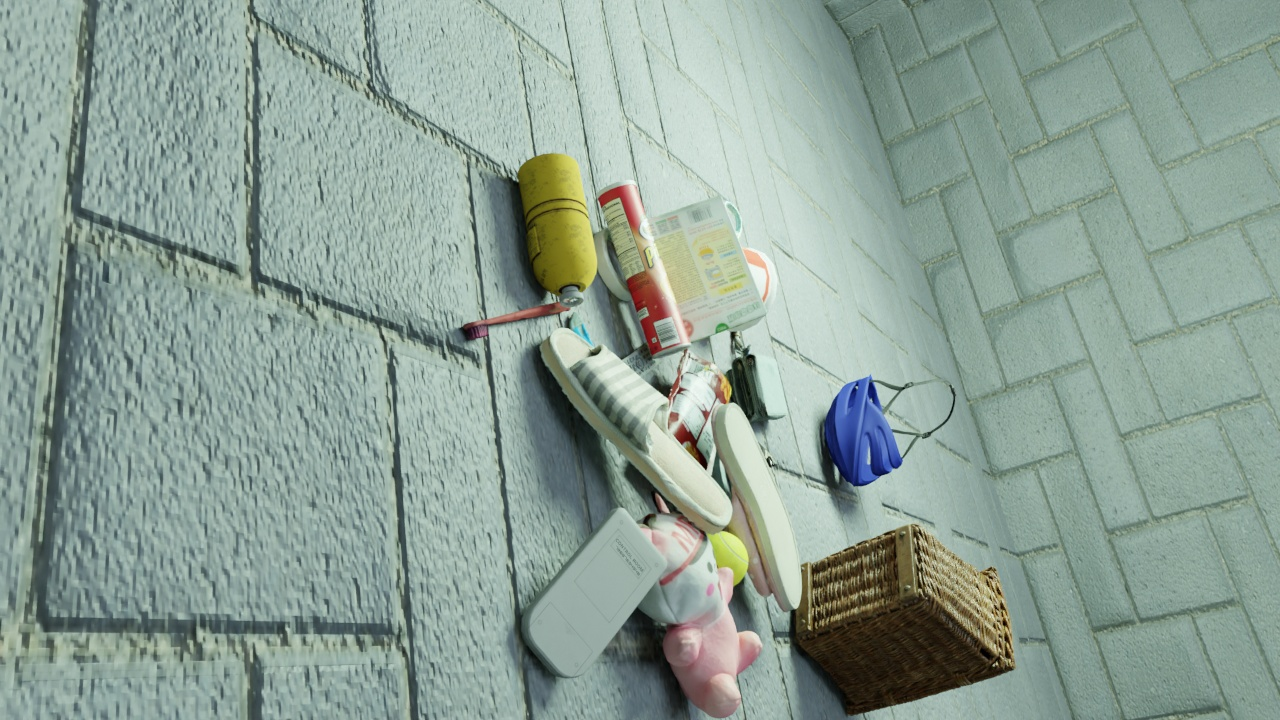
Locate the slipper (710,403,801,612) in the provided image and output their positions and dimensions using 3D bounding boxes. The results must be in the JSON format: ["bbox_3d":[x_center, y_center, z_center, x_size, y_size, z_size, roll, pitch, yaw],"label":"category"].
[{"bbox_3d":[0.132,0.180,1.110,0.274,0.055,0.114,69,25,-11],"label":"slipper"}]

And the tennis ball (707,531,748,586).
[{"bbox_3d":[0.090,0.227,1.045,0.065,0.065,0.065,41,37,-41],"label":"tennis ball"}]

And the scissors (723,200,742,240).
[{"bbox_3d":[0.118,-0.135,1.222,0.092,0.032,0.175,1,66,-41],"label":"scissors"}]

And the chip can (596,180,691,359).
[{"bbox_3d":[0.004,-0.111,1.120,0.051,0.052,0.214,-7,76,-62],"label":"chip can"}]

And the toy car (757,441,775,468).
[{"bbox_3d":[0.148,0.125,1.256,0.092,0.040,0.037,42,33,-45],"label":"toy car"}]

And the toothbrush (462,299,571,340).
[{"bbox_3d":[-0.119,-0.043,0.925,0.189,0.016,0.016,-23,94,-64],"label":"toothbrush"}]

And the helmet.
[{"bbox_3d":[0.432,0.111,1.584,0.240,0.228,0.148,-78,146,-48],"label":"helmet"}]

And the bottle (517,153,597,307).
[{"bbox_3d":[-0.089,-0.136,0.995,0.071,0.071,0.163,21,52,-55],"label":"bottle"}]

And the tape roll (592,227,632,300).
[{"bbox_3d":[-0.027,-0.121,1.152,0.094,0.018,0.093,41,36,-41],"label":"tape roll"}]

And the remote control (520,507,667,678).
[{"bbox_3d":[-0.041,0.206,0.811,0.074,0.019,0.150,52,53,-10],"label":"remote control"}]

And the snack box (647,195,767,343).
[{"bbox_3d":[0.072,-0.114,1.179,0.027,0.131,0.168,147,-78,-76],"label":"snack box"}]

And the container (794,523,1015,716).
[{"bbox_3d":[0.337,0.338,1.234,0.183,0.251,0.161,44,34,-24],"label":"container"}]

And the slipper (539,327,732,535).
[{"bbox_3d":[0.004,0.068,0.954,0.272,0.054,0.114,48,17,-4],"label":"slipper"}]

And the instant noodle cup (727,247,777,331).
[{"bbox_3d":[0.107,-0.114,1.290,0.121,0.124,0.123,16,56,-48],"label":"instant noodle cup"}]

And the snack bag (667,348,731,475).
[{"bbox_3d":[0.062,0.090,1.103,0.139,0.067,0.207,56,31,-31],"label":"snack bag"}]

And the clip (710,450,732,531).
[{"bbox_3d":[0.106,0.178,1.158,0.115,0.028,0.163,28,45,-49],"label":"clip"}]

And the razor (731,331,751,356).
[{"bbox_3d":[0.151,-0.055,1.428,0.043,0.022,0.144,101,-11,-48],"label":"razor"}]

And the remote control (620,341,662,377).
[{"bbox_3d":[-0.006,0.006,1.095,0.033,0.013,0.136,65,27,-6],"label":"remote control"}]

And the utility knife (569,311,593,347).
[{"bbox_3d":[-0.037,0.031,1.022,0.031,0.015,0.185,-37,104,-58],"label":"utility knife"}]

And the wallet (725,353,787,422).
[{"bbox_3d":[0.178,0.042,1.367,0.131,0.054,0.100,5,74,-62],"label":"wallet"}]

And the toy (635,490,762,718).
[{"bbox_3d":[0.047,0.244,0.934,0.213,0.084,0.141,65,26,-7],"label":"toy"}]
